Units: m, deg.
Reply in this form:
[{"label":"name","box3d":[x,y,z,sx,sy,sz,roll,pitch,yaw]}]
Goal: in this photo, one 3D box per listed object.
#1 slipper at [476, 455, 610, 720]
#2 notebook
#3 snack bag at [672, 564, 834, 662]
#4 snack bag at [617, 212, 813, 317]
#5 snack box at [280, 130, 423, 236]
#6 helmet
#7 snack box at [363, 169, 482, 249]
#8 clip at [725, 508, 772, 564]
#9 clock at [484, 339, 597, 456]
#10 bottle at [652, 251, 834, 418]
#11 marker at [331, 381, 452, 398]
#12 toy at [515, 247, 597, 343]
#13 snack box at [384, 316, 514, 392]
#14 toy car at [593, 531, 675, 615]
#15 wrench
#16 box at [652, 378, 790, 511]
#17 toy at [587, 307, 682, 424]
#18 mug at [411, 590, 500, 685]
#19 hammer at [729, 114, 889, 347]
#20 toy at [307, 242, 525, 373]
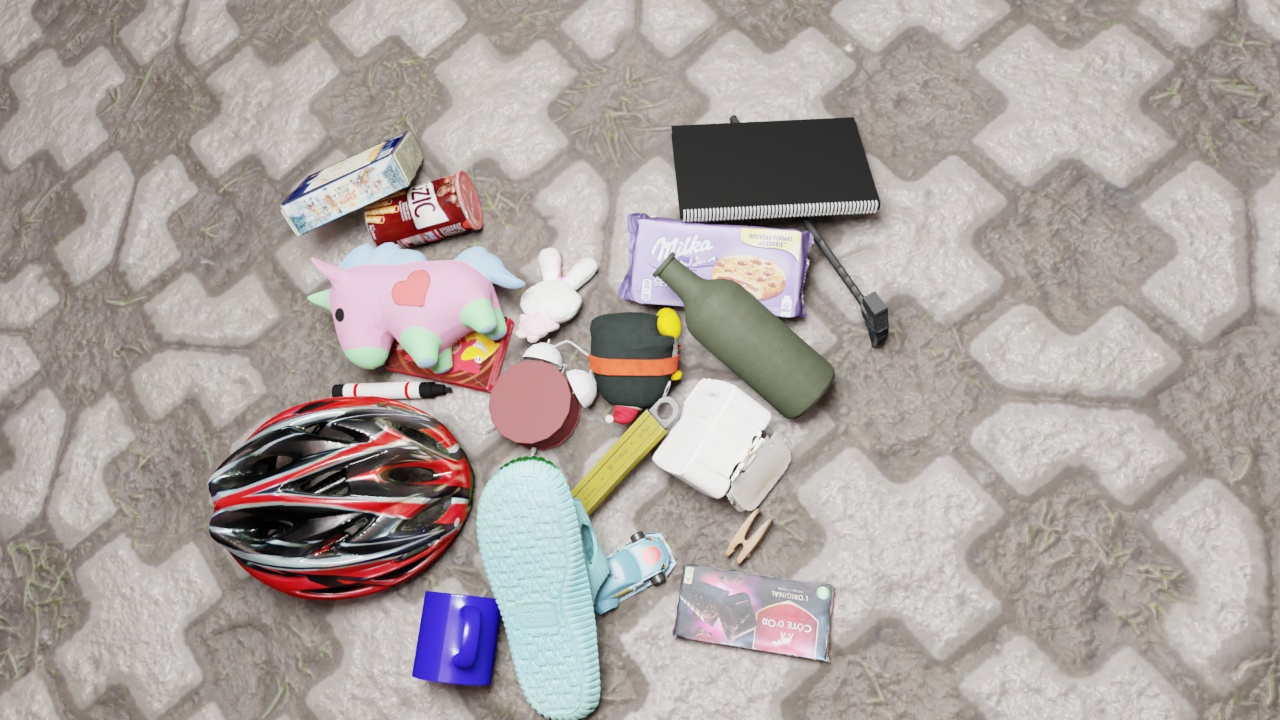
[{"label":"slipper","box3d":[-0.091,0.225,0.916,0.116,0.069,0.276,-7,98,17]},{"label":"notebook","box3d":[0.141,-0.208,0.992,0.206,0.016,0.148,-3,51,0]},{"label":"snack bag","box3d":[0.112,0.250,0.914,0.155,0.018,0.074,5,74,12]},{"label":"snack bag","box3d":[0.079,-0.103,0.987,0.205,0.058,0.096,8,106,14]},{"label":"snack box","box3d":[-0.336,-0.213,1.085,0.145,0.144,0.043,-23,115,6]},{"label":"helmet","box3d":[-0.316,0.141,0.975,0.272,0.167,0.217,-10,75,-4]},{"label":"snack box","box3d":[-0.256,-0.174,1.086,0.121,0.072,0.072,-14,72,8]},{"label":"clip","box3d":[0.109,0.177,0.933,0.047,0.025,0.062,5,82,18]},{"label":"clock","box3d":[-0.107,0.041,1.003,0.096,0.048,0.137,37,84,19]},{"label":"bottle","box3d":[0.100,-0.031,0.932,0.207,0.071,0.071,41,85,-3]},{"label":"marker","box3d":[-0.286,0.035,1.059,0.146,0.019,0.019,-2,74,12]},{"label":"toy","box3d":[-0.101,-0.069,1.037,0.076,0.037,0.125,12,63,20]},{"label":"snack box","box3d":[-0.220,-0.018,1.059,0.133,0.021,0.089,11,76,15]},{"label":"toy car","box3d":[-0.019,0.217,0.945,0.108,0.027,0.060,-29,70,3]},{"label":"wrench","box3d":[-0.052,0.144,0.957,0.273,0.018,0.083,-47,72,6]},{"label":"box","box3d":[0.101,0.097,0.934,0.130,0.103,0.110,32,83,-19]},{"label":"toy","box3d":[-0.006,0.006,0.972,0.100,0.097,0.119,0,97,0]},{"label":"mug","box3d":[-0.180,0.278,0.920,0.079,0.111,0.083,11,74,-18]},{"label":"hammer","box3d":[0.177,-0.153,0.998,0.015,0.095,0.324,-29,62,2]},{"label":"toy","box3d":[-0.247,-0.072,1.016,0.222,0.120,0.171,-31,78,2]}]
